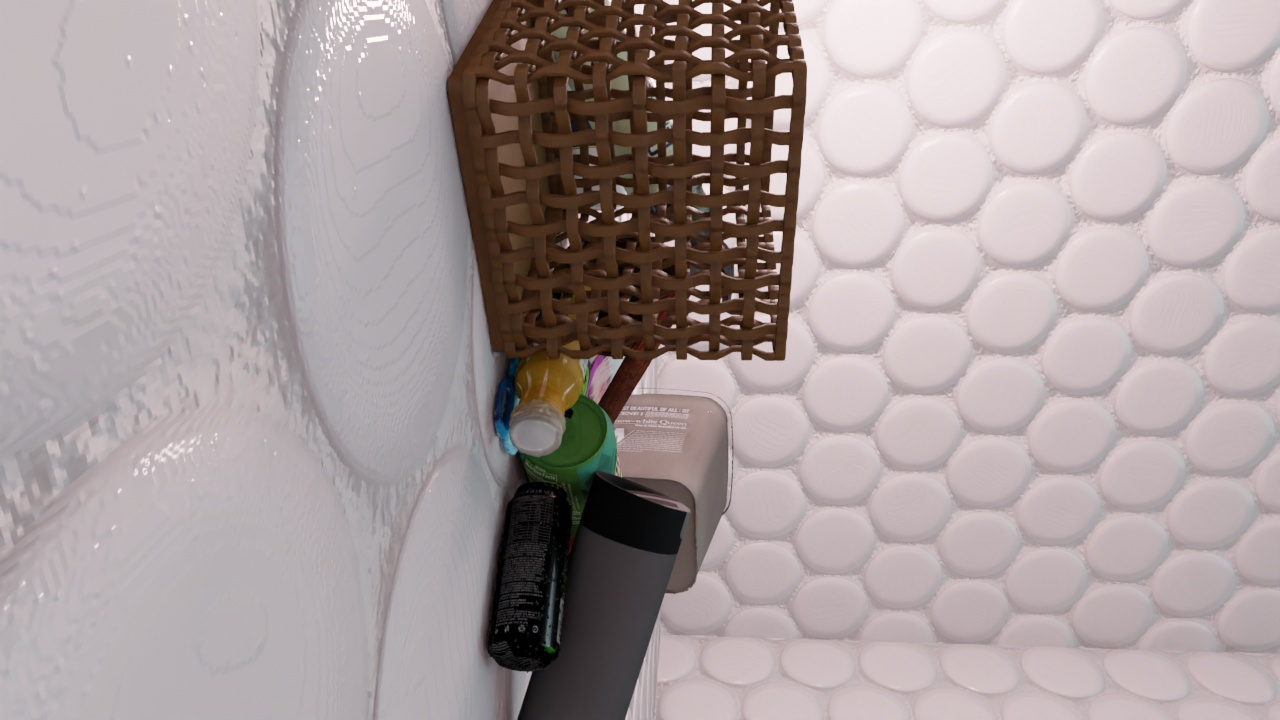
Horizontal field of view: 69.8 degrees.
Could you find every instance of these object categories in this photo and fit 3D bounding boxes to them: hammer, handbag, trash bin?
[{"bbox_3d":[-0.005,0.005,0.902,0.028,0.111,0.301,34,-85,52],"label":"hammer"},{"bbox_3d":[-0.058,0.033,1.045,0.169,0.068,0.145,-71,162,-56],"label":"handbag"},{"bbox_3d":[0.009,0.165,1.157,0.219,0.197,0.198,-61,151,-68],"label":"trash bin"}]

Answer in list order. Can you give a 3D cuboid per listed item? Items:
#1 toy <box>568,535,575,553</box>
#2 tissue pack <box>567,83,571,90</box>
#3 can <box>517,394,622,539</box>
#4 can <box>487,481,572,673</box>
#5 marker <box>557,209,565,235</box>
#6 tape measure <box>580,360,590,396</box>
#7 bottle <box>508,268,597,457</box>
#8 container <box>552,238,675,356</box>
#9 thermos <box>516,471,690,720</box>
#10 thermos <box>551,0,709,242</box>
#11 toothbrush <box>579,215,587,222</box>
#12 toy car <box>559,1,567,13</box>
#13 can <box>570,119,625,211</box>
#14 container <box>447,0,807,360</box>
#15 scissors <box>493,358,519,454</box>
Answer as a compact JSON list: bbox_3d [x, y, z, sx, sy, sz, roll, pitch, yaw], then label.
[{"bbox_3d":[-0.081,0.220,0.822,0.093,0.088,0.133,-36,161,-39],"label":"toy"},{"bbox_3d":[-0.049,-0.346,1.003,0.182,0.070,0.112,-8,99,-85],"label":"tissue pack"},{"bbox_3d":[-0.059,0.096,0.811,0.144,0.083,0.082,84,7,-56],"label":"can"},{"bbox_3d":[-0.082,0.163,0.699,0.054,0.054,0.137,85,7,-54],"label":"can"},{"bbox_3d":[-0.081,-0.199,0.911,0.019,0.019,0.146,-70,160,-78],"label":"marker"},{"bbox_3d":[-0.075,0.021,0.941,0.058,0.036,0.066,-52,147,-68],"label":"tape measure"},{"bbox_3d":[-0.068,-0.002,0.731,0.185,0.053,0.053,-81,171,-50],"label":"bottle"},{"bbox_3d":[-0.027,-0.089,1.000,0.167,0.132,0.132,-96,-175,-74],"label":"container"},{"bbox_3d":[-0.033,0.216,0.730,0.082,0.082,0.240,18,90,-86],"label":"thermos"},{"bbox_3d":[-0.007,-0.226,0.897,0.231,0.082,0.082,61,14,-16],"label":"thermos"},{"bbox_3d":[-0.069,-0.120,1.128,0.021,0.016,0.135,51,40,-84],"label":"toothbrush"},{"bbox_3d":[-0.077,-0.376,0.861,0.048,0.033,0.105,-31,116,-83],"label":"toy car"},{"bbox_3d":[-0.049,-0.222,1.046,0.064,0.064,0.127,-62,153,-81],"label":"can"},{"bbox_3d":[0.001,-0.159,0.700,0.251,0.214,0.220,-84,173,-51],"label":"container"},{"bbox_3d":[-0.100,0.009,0.737,0.066,0.015,0.134,77,16,-54],"label":"scissors"}]
